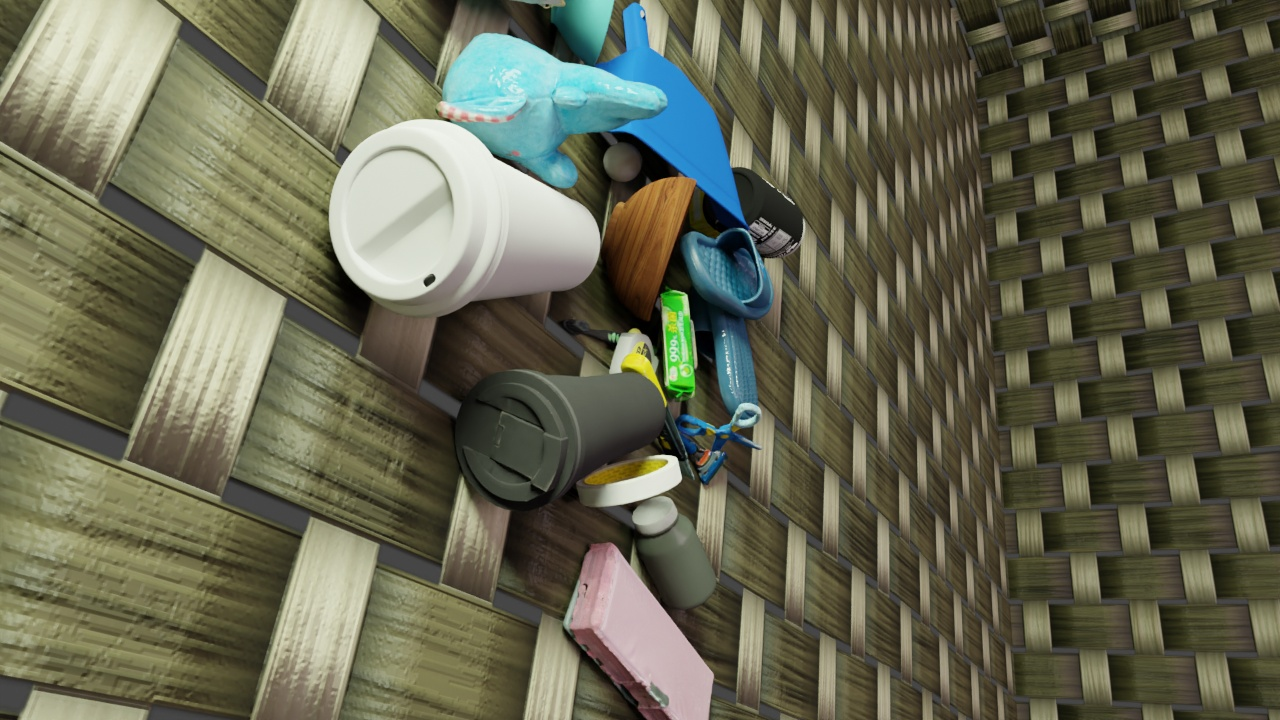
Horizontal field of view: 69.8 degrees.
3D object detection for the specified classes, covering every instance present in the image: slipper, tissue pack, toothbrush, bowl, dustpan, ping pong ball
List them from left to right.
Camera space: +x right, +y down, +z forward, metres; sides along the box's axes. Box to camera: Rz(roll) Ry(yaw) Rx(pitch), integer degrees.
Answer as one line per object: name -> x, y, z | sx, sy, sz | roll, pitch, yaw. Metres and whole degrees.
bowl -> -0.059, -0.351, 0.895 | 0.046, 0.121, 0.121 | 9, 69, -15
toothbrush -> -0.021, -0.021, 0.920 | 0.187, 0.017, 0.014 | 15, 75, -59
ping pong ball -> -0.018, -0.206, 0.951 | 0.040, 0.040, 0.040 | 24, 62, -55
bowl -> 0.000, -0.119, 0.912 | 0.147, 0.069, 0.147 | 36, 73, -89
dustpan -> 0.024, -0.289, 0.997 | 0.245, 0.060, 0.257 | 25, 53, -52
tissue pack -> 0.039, -0.014, 0.965 | 0.099, 0.034, 0.114 | 78, 8, -82
slipper -> 0.092, -0.021, 1.070 | 0.103, 0.059, 0.213 | 37, 38, -55
slipper -> 0.107, -0.099, 1.020 | 0.213, 0.059, 0.103 | -2, 69, -63

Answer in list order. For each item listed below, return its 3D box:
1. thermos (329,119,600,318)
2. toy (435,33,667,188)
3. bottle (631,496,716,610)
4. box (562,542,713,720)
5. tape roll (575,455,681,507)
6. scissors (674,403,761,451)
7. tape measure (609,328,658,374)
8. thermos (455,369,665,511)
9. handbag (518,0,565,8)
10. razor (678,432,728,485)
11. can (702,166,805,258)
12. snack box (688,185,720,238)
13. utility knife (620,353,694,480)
thermos -> -0.114, -0.097, 0.690 | 0.221, 0.132, 0.131 | -5, 86, -67
toy -> -0.070, -0.199, 0.743 | 0.183, 0.181, 0.115 | -58, 155, -67
bottle -> 0.032, 0.190, 0.904 | 0.108, 0.060, 0.060 | 66, 33, -23
box -> 0.004, 0.274, 0.863 | 0.233, 0.041, 0.098 | 57, 30, -35
tape roll -> -0.010, 0.107, 0.823 | 0.093, 0.094, 0.019 | -23, 101, -59
scissors -> 0.098, 0.076, 1.016 | 0.125, 0.125, 0.016 | 25, 52, -37
tape measure -> -0.006, 0.005, 0.922 | 0.065, 0.017, 0.064 | 54, 47, -50
thermos -> -0.054, 0.054, 0.768 | 0.218, 0.106, 0.106 | -9, 89, -65
handbag -> -0.098, -0.401, 0.785 | 0.197, 0.101, 0.194 | -4, 83, -47
razor -> 0.050, 0.090, 1.003 | 0.044, 0.018, 0.141 | -52, 133, -5
can -> 0.141, -0.177, 1.120 | 0.146, 0.080, 0.080 | 17, 68, -56
snack box -> 0.107, -0.189, 1.174 | 0.152, 0.025, 0.075 | 15, 69, -57
utility knife -> 0.022, 0.064, 0.932 | 0.020, 0.029, 0.198 | -62, 144, -32
